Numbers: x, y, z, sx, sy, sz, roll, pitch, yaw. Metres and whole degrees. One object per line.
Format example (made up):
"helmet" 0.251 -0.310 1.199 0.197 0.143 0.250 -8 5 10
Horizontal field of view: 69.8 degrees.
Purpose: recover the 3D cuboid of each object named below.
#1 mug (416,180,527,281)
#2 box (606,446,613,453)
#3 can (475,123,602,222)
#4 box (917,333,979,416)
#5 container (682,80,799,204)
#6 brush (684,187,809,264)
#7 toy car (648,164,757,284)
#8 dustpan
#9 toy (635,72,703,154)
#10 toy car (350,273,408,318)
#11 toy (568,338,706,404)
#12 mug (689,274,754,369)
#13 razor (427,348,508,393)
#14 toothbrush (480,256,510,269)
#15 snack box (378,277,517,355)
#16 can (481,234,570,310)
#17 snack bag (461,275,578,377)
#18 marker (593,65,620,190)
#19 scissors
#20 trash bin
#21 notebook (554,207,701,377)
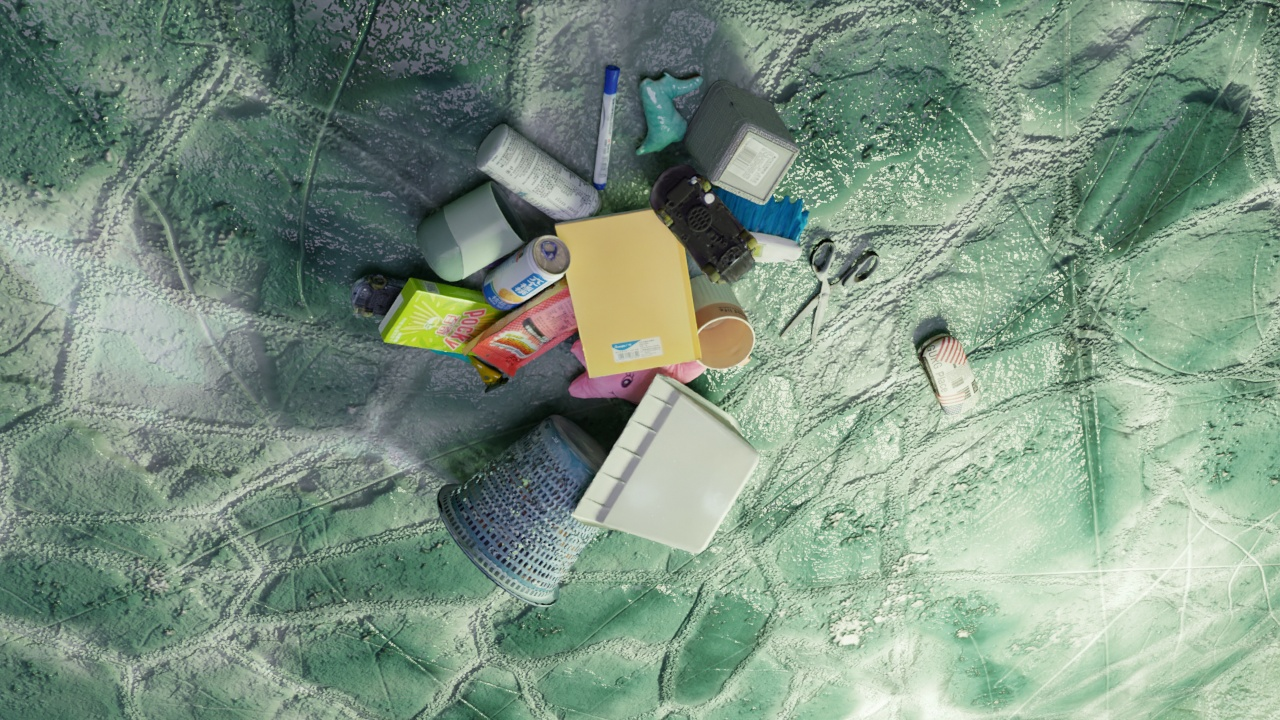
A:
"mug" -0.193 -0.143 1.075 0.106 0.082 0.111 -29 159 8
"box" 0.019 0.139 1.352 0.184 0.060 0.089 -42 126 16
"can" -0.115 -0.207 1.051 0.146 0.058 0.058 31 115 -31
"box" 0.463 0.020 1.381 0.070 0.055 0.164 -18 129 19
"container" 0.115 -0.244 1.041 0.090 0.114 0.090 17 122 -25
"brush" 0.045 -0.156 1.104 0.314 0.109 0.061 7 153 3
"toy car" 0.071 -0.154 1.039 0.070 0.042 0.158 -41 113 1
"dustpan" 0.046 0.151 1.280 0.257 0.142 0.223 30 93 -23
"toy" 0.030 -0.286 1.043 0.096 0.030 0.092 -22 131 -4
"toy car" -0.293 -0.074 1.122 0.120 0.036 0.054 11 128 -31
"toy" -0.007 0.007 1.225 0.194 0.074 0.179 12 142 -27
"mug" 0.104 -0.043 1.198 0.082 0.105 0.114 -36 127 15
"razor" -0.235 0.001 1.202 0.043 0.028 0.132 -19 140 42
"toothbrush" -0.111 -0.133 1.139 0.189 0.014 0.017 -12 153 -3
"snack box" -0.234 -0.051 1.129 0.156 0.026 0.086 10 128 -48
"can" -0.136 -0.103 1.085 0.053 0.053 0.135 23 154 -28
"snack bag" -0.113 -0.050 1.162 0.208 0.073 0.128 -31 158 11
"marker" -0.040 -0.264 1.052 0.017 0.016 0.146 -1 127 -13
"scissors" 0.254 -0.095 1.255 0.178 0.014 0.159 -27 129 10
"trash bin" -0.133 0.192 1.274 0.195 0.226 0.226 -45 125 6
"notebook" -0.012 -0.079 1.098 0.146 0.010 0.206 -9 118 4
